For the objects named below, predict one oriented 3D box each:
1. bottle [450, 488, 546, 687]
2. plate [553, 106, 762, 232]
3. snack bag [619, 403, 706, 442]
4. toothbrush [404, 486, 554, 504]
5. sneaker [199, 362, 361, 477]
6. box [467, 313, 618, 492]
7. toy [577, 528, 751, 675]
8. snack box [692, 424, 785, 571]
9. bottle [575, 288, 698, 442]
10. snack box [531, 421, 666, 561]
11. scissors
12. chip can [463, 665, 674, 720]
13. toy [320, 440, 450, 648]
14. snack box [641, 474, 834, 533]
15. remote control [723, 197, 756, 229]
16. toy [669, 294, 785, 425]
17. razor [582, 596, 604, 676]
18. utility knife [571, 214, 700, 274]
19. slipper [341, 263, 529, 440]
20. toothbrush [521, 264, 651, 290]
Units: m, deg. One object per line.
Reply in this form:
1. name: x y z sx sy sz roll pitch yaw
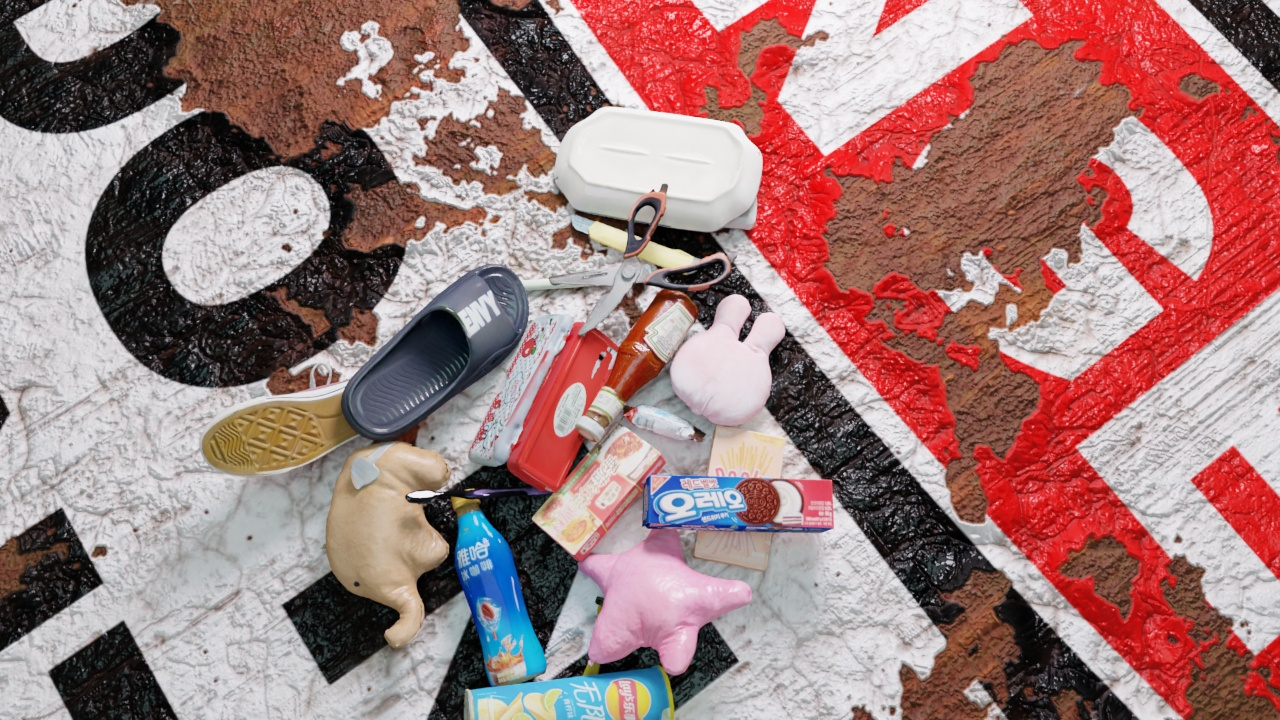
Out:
1. bottle: -0.165 0.250 1.021 0.065 0.065 0.218 -19 75 -5
2. plate: 0.020 -0.251 1.157 0.266 0.034 0.161 12 71 10
3. snack bag: 0.026 0.074 1.081 0.105 0.045 0.026 17 102 6
4. toothbrush: -0.173 0.151 1.036 0.188 0.017 0.014 1 53 -29
5. sneaker: -0.381 0.068 1.062 0.240 0.088 0.118 -20 98 -26
6. box: -0.113 0.049 1.087 0.094 0.100 0.200 38 67 -35
7. toy: 0.003 0.259 0.995 0.178 0.075 0.195 -38 45 -21
8. snack box: 0.115 0.159 1.064 0.084 0.026 0.157 10 75 3
9. bottle: -0.006 0.006 1.079 0.060 0.060 0.205 32 70 9
10. snack box: -0.047 0.149 1.055 0.075 0.025 0.152 34 76 32
11. scissors: 0.004 -0.111 1.085 0.189 0.015 0.224 26 75 7
12. chip can: -0.075 0.367 0.956 0.210 0.071 0.071 -2 74 -17
13. toy: -0.286 0.203 1.026 0.143 0.082 0.225 -4 77 12
14. snack box: 0.107 0.161 1.017 0.207 0.057 0.058 2 74 -3
15. remote control: 0.085 -0.195 1.163 0.125 0.024 0.049 4 71 3
16. toy: 0.108 0.000 1.094 0.121 0.054 0.159 30 72 7
17. razor: -0.050 0.332 1.018 0.043 0.028 0.132 19 77 2
18. utility knife: -0.007 -0.146 1.153 0.178 0.019 0.030 23 72 0
19. slipper: -0.222 -0.012 1.055 0.267 0.083 0.110 -45 102 -25
20. toothbrush: -0.080 -0.101 1.142 0.189 0.029 0.020 -6 115 0
